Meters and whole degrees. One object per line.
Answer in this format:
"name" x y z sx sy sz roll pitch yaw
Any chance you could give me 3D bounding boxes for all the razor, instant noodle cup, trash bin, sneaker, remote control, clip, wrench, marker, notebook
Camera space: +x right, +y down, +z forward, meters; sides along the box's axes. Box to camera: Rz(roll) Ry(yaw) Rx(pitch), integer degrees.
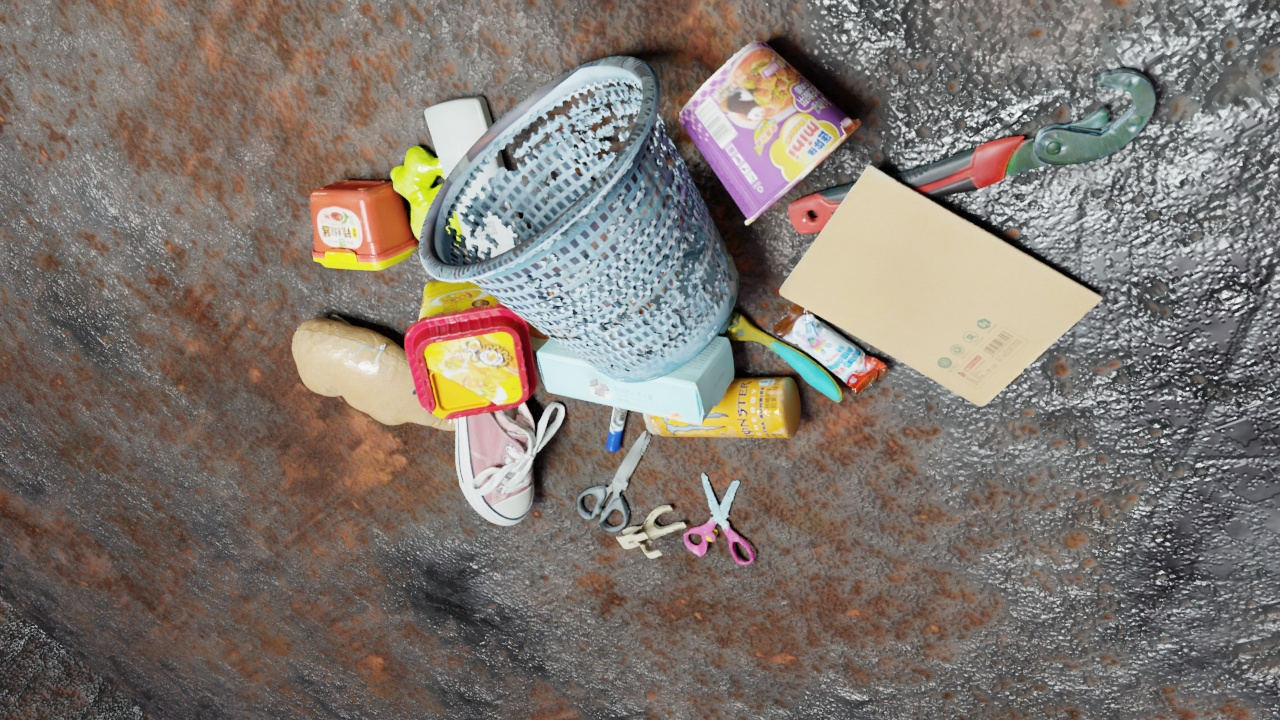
"razor" 0.130 -0.003 0.844 0.132 0.028 0.043 32 135 5
"instant noodle cup" 0.090 -0.174 0.685 0.099 0.111 0.112 49 132 -2
"instant noodle cup" -0.168 -0.021 0.907 0.116 0.123 0.116 -10 126 -7
"trash bin" -0.030 -0.093 0.742 0.227 0.226 0.195 -13 136 34
"sneaker" -0.149 0.096 1.019 0.088 0.118 0.241 23 131 37
"remote control" -0.151 -0.168 0.854 0.058 0.021 0.150 -4 118 18
"clip" 0.001 0.205 1.050 0.102 0.094 0.035 -32 101 30
"wrench" 0.235 -0.144 0.687 0.274 0.016 0.056 -16 117 36
"marker" -0.019 0.043 0.966 0.017 0.016 0.146 22 132 11
"notebook" 0.237 -0.054 0.749 0.207 0.008 0.148 29 135 -2

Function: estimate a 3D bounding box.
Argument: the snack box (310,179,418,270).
"snack box" -0.280 -0.138 0.922 0.091 0.081 0.080 5 114 23

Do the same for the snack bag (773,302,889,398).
"snack bag" 0.169 -0.011 0.820 0.105 0.026 0.045 36 136 0

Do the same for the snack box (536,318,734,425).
"snack box" -0.005 0.005 0.861 0.175 0.074 0.052 11 130 28

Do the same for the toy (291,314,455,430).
"toy" -0.297 0.024 1.058 0.226 0.082 0.144 24 152 6

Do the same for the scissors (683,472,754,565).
"scissors" 0.095 0.181 1.018 0.108 0.017 0.136 28 130 10

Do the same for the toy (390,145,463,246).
"toy" -0.201 -0.154 0.895 0.100 0.031 0.097 45 128 -11

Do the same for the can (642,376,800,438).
"can" 0.079 0.046 0.889 0.146 0.058 0.058 -2 124 28

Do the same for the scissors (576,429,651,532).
"scissors" -0.015 0.142 1.048 0.176 0.014 0.133 -21 113 34

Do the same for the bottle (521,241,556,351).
"bottle" -0.092 -0.061 0.895 0.067 0.066 0.150 25 140 7
